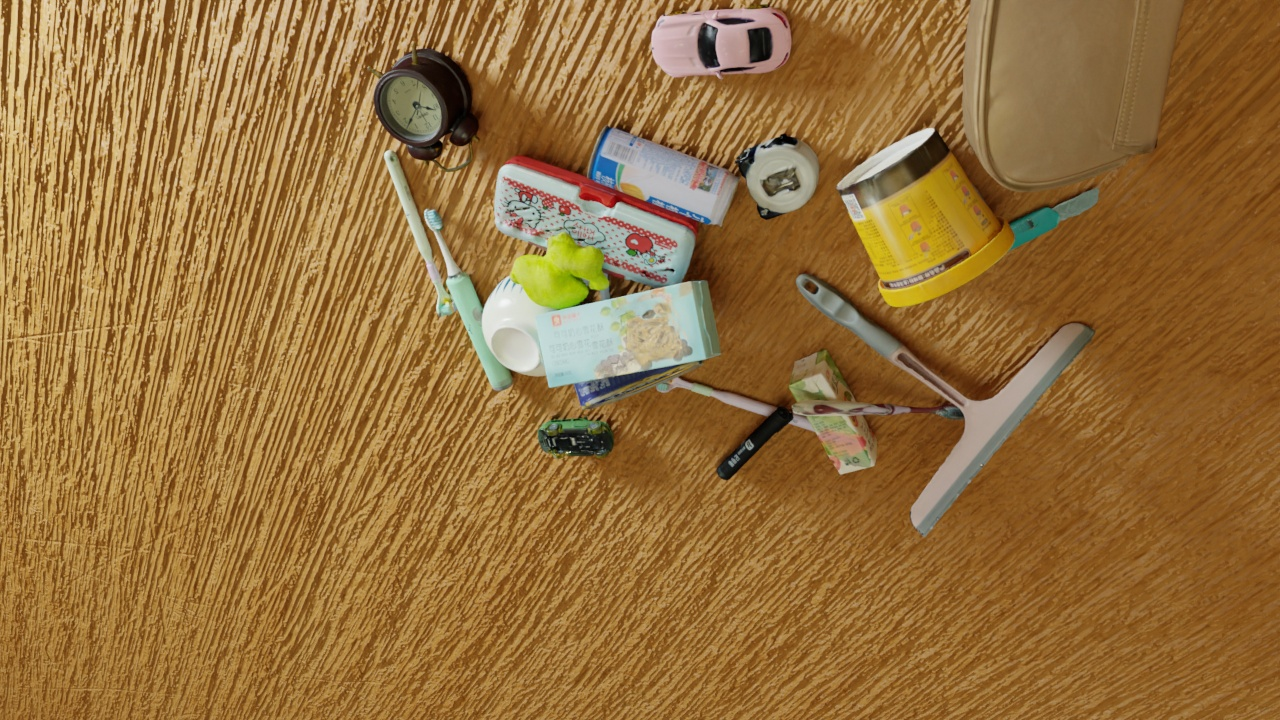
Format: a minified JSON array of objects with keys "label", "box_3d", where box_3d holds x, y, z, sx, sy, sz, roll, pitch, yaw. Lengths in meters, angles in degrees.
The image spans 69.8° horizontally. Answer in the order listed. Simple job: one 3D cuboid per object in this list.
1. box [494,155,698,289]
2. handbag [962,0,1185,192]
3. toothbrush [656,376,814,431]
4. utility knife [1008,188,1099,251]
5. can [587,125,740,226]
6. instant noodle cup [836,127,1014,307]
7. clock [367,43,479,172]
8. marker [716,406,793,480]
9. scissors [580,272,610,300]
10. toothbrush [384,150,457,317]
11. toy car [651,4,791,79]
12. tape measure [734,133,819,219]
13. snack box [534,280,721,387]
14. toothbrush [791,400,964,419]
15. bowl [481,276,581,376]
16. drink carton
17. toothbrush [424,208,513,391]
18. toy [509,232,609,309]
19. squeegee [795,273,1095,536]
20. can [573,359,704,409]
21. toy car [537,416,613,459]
[{"label":"box","box_3d":[-0.046,-0.129,0.890,0.201,0.046,0.087,20,131,3]},{"label":"handbag","box_3d":[0.321,-0.237,0.692,0.148,0.099,0.205,0,123,9]},{"label":"toothbrush","box_3d":[0.110,0.046,0.991,0.189,0.021,0.029,17,105,4]},{"label":"utility knife","box_3d":[0.319,-0.105,0.827,0.187,0.013,0.029,-28,120,31]},{"label":"can","box_3d":[0.022,-0.171,0.854,0.134,0.053,0.053,21,126,3]},{"label":"instant noodle cup","box_3d":[0.236,-0.124,0.783,0.119,0.118,0.114,-28,104,31]},{"label":"clock","box_3d":[-0.202,-0.238,0.879,0.082,0.055,0.122,-15,118,26]},{"label":"marker","box_3d":[0.124,0.092,1.005,0.022,0.020,0.132,4,143,-29]},{"label":"scissors","box_3d":[-0.042,-0.112,0.939,0.178,0.014,0.159,-26,112,32]},{"label":"toothbrush","box_3d":[-0.235,-0.134,0.982,0.020,0.029,0.190,27,140,53]},{"label":"toy car","box_3d":[0.067,-0.271,0.784,0.122,0.037,0.056,2,121,18]},{"label":"tape measure","box_3d":[0.128,-0.169,0.834,0.066,0.033,0.066,-19,117,28]},{"label":"snack box","box_3d":[-0.013,-0.025,0.890,0.175,0.051,0.074,-11,92,23]},{"label":"toothbrush","box_3d":[0.240,0.050,0.910,0.187,0.017,0.016,2,105,-12]},{"label":"bowl","box_3d":[-0.120,-0.029,0.981,0.116,0.066,0.117,11,127,14]},{"label":"drink carton","box_3d":[0.198,0.054,0.948,0.046,0.053,0.122,-23,113,29]},{"label":"toothbrush","box_3d":[-0.190,-0.064,1.009,0.027,0.026,0.225,6,127,40]},{"label":"toy","box_3d":[-0.079,-0.083,0.901,0.096,0.031,0.100,25,136,0]},{"label":"squeegee","box_3d":[0.252,-0.005,0.889,0.249,0.040,0.248,38,99,5]},{"label":"can","box_3d":[-0.006,0.006,0.958,0.148,0.074,0.049,-23,82,25]},{"label":"toy car","box_3d":[-0.074,0.088,1.067,0.091,0.036,0.043,0,121,19]}]
